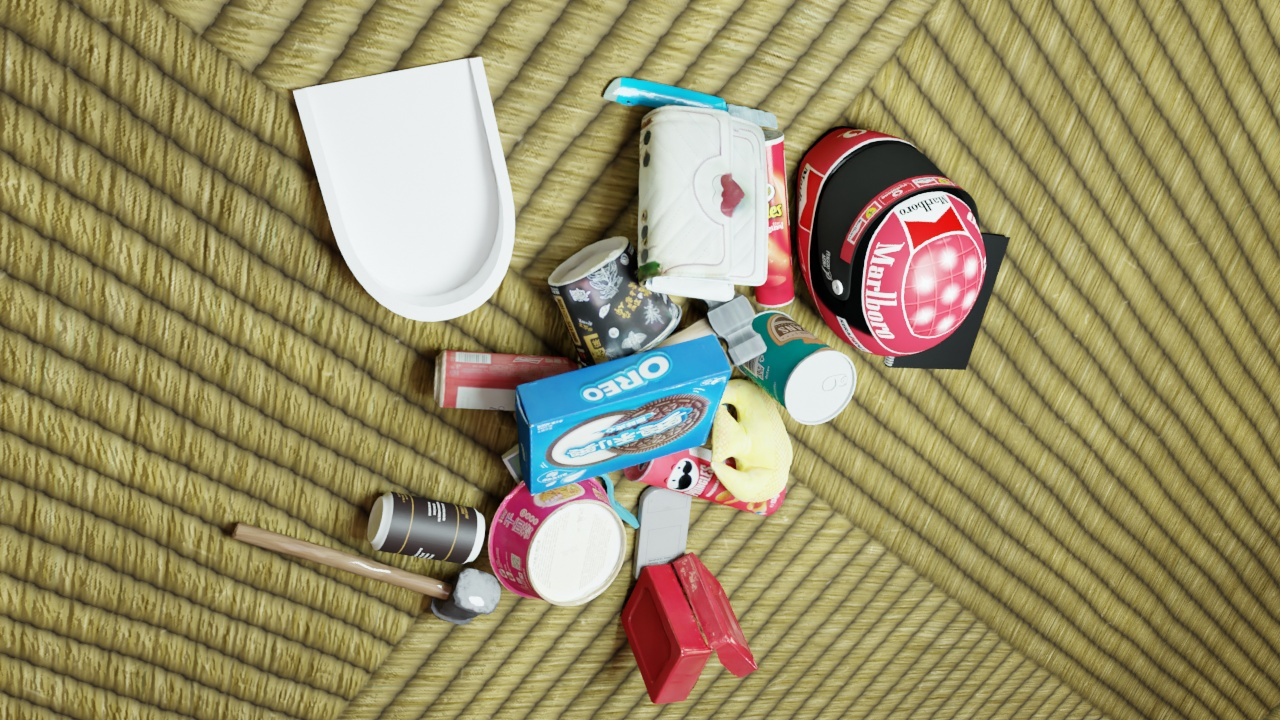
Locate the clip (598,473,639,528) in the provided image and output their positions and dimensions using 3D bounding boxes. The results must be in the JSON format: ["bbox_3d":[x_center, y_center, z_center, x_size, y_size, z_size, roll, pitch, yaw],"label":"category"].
[{"bbox_3d":[-0.068,0.205,1.235,0.121,0.031,0.130,-24,119,-16],"label":"clip"}]

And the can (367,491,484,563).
[{"bbox_3d":[-0.263,0.206,1.126,0.128,0.072,0.072,17,106,-28],"label":"can"}]

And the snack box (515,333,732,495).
[{"bbox_3d":[-0.026,0.067,1.072,0.238,0.056,0.196,-15,153,-14],"label":"snack box"}]

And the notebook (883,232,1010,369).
[{"bbox_3d":[0.439,-0.085,1.318,0.148,0.016,0.207,2,113,-24],"label":"notebook"}]

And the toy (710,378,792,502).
[{"bbox_3d":[0.151,0.107,1.226,0.154,0.065,0.170,16,64,-37],"label":"toy"}]

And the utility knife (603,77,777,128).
[{"bbox_3d":[0.064,-0.295,1.063,0.224,0.015,0.031,6,112,-22],"label":"utility knife"}]

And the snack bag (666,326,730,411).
[{"bbox_3d":[0.059,0.031,1.212,0.074,0.018,0.155,-34,123,-6],"label":"snack bag"}]

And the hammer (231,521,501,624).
[{"bbox_3d":[-0.331,0.255,1.124,0.328,0.052,0.098,24,146,-23],"label":"hammer"}]

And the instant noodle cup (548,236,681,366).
[{"bbox_3d":[-0.037,-0.072,1.064,0.137,0.137,0.112,-33,112,-6],"label":"instant noodle cup"}]

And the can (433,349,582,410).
[{"bbox_3d":[-0.155,0.025,1.075,0.170,0.067,0.067,3,112,-13],"label":"can"}]

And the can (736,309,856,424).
[{"bbox_3d":[0.195,0.006,1.182,0.099,0.144,0.099,-9,116,-19],"label":"can"}]

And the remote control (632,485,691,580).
[{"bbox_3d":[0.030,0.240,1.295,0.074,0.019,0.151,-5,116,-21],"label":"remote control"}]

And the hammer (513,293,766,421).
[{"bbox_3d":[-0.007,0.007,1.140,0.323,0.051,0.117,-27,87,-1],"label":"hammer"}]

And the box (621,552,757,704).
[{"bbox_3d":[0.050,0.374,1.276,0.156,0.157,0.147,-27,132,3],"label":"box"}]

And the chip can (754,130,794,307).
[{"bbox_3d":[0.159,-0.172,1.139,0.051,0.052,0.215,-17,119,-15],"label":"chip can"}]

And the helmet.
[{"bbox_3d":[0.307,-0.133,1.119,0.197,0.224,0.271,-19,121,-14],"label":"helmet"}]

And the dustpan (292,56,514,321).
[{"bbox_3d":[-0.233,-0.170,0.974,0.191,0.053,0.258,-16,118,-15],"label":"dustpan"}]

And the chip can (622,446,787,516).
[{"bbox_3d":[0.091,0.156,1.252,0.232,0.073,0.073,20,104,-30],"label":"chip can"}]

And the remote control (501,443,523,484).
[{"bbox_3d":[-0.106,0.102,1.171,0.143,0.024,0.049,-31,121,-9],"label":"remote control"}]

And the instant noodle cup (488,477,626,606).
[{"bbox_3d":[-0.094,0.231,1.154,0.178,0.078,0.179,-7,105,-30],"label":"instant noodle cup"}]

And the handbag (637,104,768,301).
[{"bbox_3d":[0.066,-0.175,1.025,0.141,0.096,0.198,5,80,-26],"label":"handbag"}]
